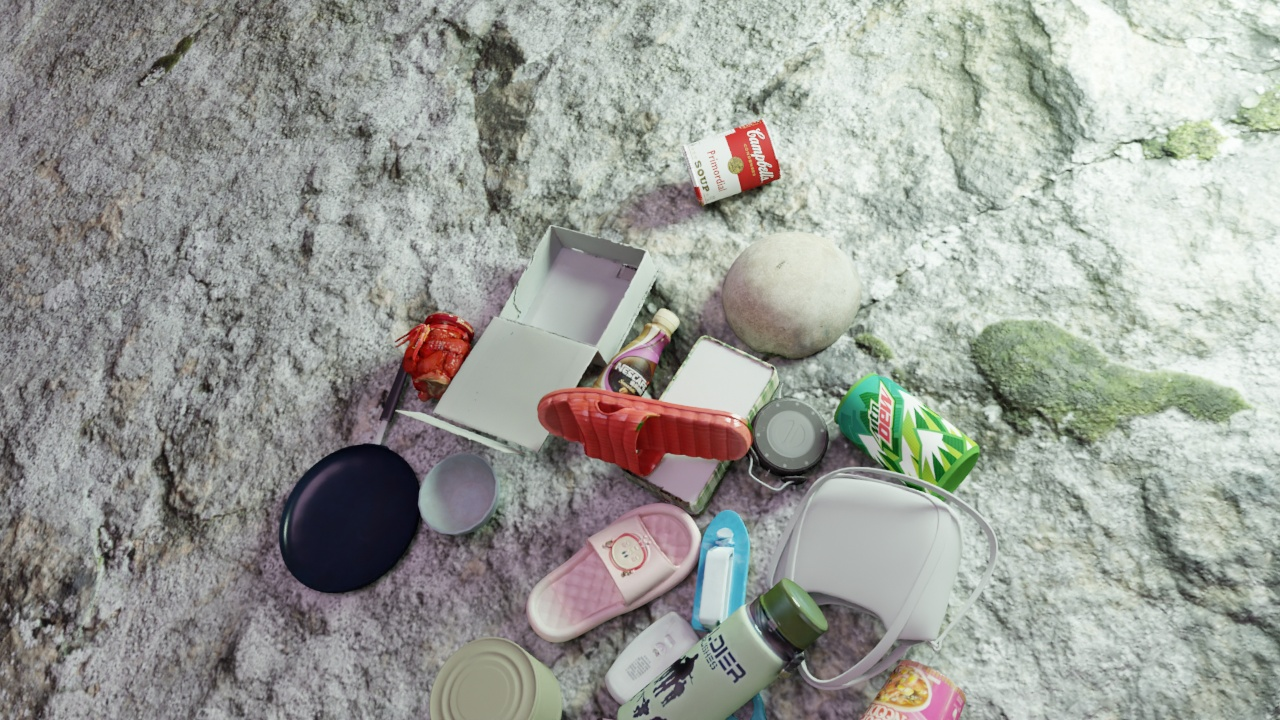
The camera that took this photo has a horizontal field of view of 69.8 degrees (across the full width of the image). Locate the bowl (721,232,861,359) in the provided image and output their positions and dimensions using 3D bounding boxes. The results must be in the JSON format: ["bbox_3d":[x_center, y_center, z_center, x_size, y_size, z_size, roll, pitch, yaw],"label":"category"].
[{"bbox_3d":[0.185,-0.099,1.155,0.178,0.081,0.178,-7,60,11],"label":"bowl"}]

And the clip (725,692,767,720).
[{"bbox_3d":[0.108,0.388,0.949,0.102,0.027,0.119,-24,59,0],"label":"clip"}]

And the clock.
[{"bbox_3d":[0.168,0.095,1.068,0.091,0.044,0.122,30,75,8],"label":"clock"}]

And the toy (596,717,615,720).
[{"bbox_3d":[-0.047,0.415,0.960,0.100,0.062,0.076,-14,79,15],"label":"toy"}]

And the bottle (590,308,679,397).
[{"bbox_3d":[-0.007,0.007,1.166,0.060,0.060,0.165,27,72,27],"label":"bottle"}]

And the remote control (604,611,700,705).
[{"bbox_3d":[0.013,0.329,1.004,0.114,0.028,0.060,-42,60,-8],"label":"remote control"}]

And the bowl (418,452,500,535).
[{"bbox_3d":[-0.221,0.172,1.151,0.106,0.039,0.106,-7,61,13],"label":"bowl"}]

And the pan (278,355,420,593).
[{"bbox_3d":[-0.358,0.134,1.222,0.199,0.021,0.355,6,65,19],"label":"pan"}]

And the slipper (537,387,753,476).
[{"bbox_3d":[0.000,0.089,1.038,0.249,0.104,0.059,7,51,10],"label":"slipper"}]

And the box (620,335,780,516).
[{"bbox_3d":[0.073,0.078,1.111,0.118,0.051,0.205,25,73,23],"label":"box"}]

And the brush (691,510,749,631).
[{"bbox_3d":[0.090,0.229,1.009,0.055,0.075,0.135,1,64,16],"label":"brush"}]

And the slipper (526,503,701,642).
[{"bbox_3d":[-0.034,0.240,1.052,0.221,0.056,0.106,-33,57,-1],"label":"slipper"}]

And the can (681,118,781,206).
[{"bbox_3d":[0.124,-0.271,1.260,0.116,0.087,0.086,-18,59,6],"label":"can"}]

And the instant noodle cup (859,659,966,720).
[{"bbox_3d":[0.259,0.355,0.886,0.098,0.098,0.108,25,65,26],"label":"instant noodle cup"}]

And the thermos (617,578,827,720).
[{"bbox_3d":[0.086,0.316,0.926,0.232,0.082,0.082,-42,58,10],"label":"thermos"}]

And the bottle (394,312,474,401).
[{"bbox_3d":[-0.276,-0.004,1.231,0.099,0.099,0.111,0,58,16],"label":"bottle"}]

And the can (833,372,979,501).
[{"bbox_3d":[0.294,0.085,1.021,0.083,0.083,0.144,-43,60,-9],"label":"can"}]

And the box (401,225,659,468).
[{"bbox_3d":[-0.131,-0.017,1.193,0.166,0.098,0.367,17,62,24],"label":"box"}]

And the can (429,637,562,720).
[{"bbox_3d":[-0.157,0.373,0.998,0.128,0.073,0.127,-9,55,13],"label":"can"}]

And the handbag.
[{"bbox_3d":[0.230,0.231,0.938,0.216,0.095,0.222,10,64,40],"label":"handbag"}]
